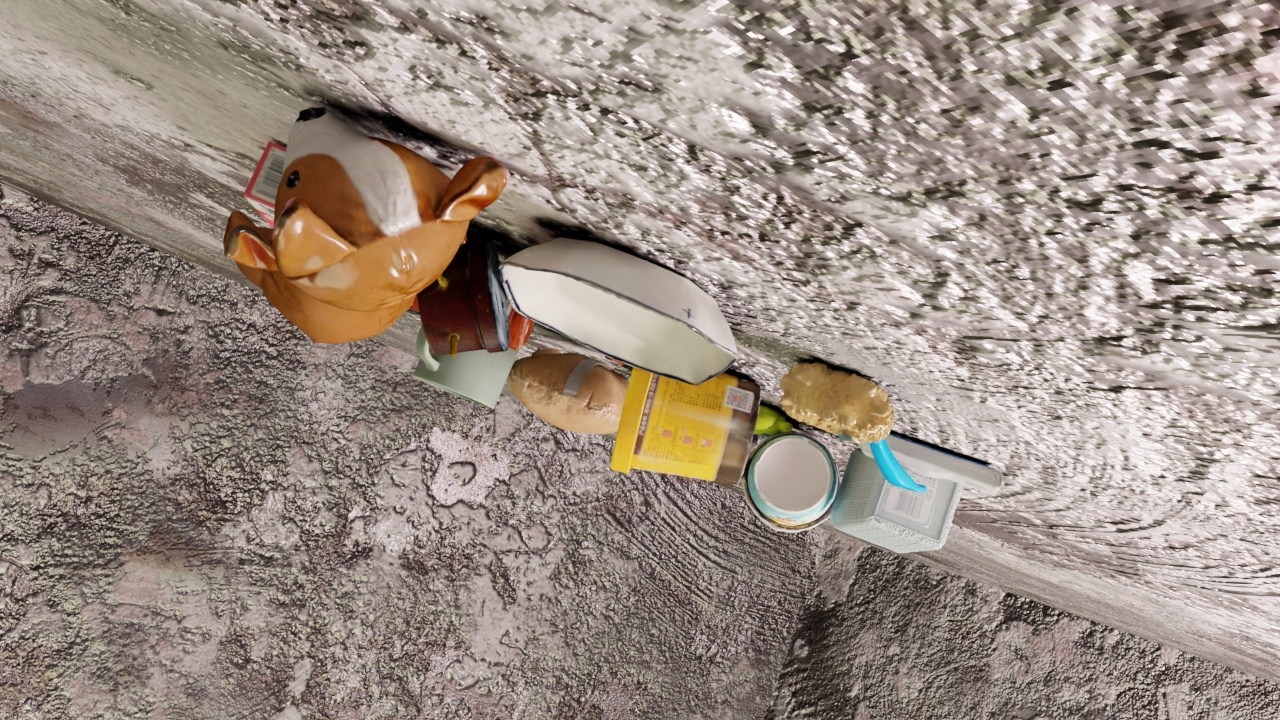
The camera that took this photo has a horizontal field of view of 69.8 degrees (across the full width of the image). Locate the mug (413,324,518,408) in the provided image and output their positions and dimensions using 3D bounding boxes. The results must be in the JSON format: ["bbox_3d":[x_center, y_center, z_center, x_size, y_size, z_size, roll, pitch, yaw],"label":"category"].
[{"bbox_3d":[-0.165,-0.022,0.868,0.082,0.106,0.111,18,172,31],"label":"mug"}]

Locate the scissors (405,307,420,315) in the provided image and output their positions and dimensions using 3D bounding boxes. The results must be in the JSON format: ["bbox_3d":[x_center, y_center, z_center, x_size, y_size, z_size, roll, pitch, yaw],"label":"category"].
[{"bbox_3d":[-0.197,-0.049,0.955,0.204,0.015,0.199,11,169,-15],"label":"scissors"}]

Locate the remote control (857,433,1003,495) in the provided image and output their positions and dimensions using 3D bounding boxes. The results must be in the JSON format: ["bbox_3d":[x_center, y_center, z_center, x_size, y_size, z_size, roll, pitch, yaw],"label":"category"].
[{"bbox_3d":[0.250,0.088,0.802,0.125,0.024,0.049,18,172,20],"label":"remote control"}]

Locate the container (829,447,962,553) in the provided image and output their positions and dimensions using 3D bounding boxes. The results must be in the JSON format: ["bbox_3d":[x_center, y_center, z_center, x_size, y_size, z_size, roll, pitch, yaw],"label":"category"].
[{"bbox_3d":[0.249,0.132,0.885,0.090,0.089,0.111,21,169,2],"label":"container"}]

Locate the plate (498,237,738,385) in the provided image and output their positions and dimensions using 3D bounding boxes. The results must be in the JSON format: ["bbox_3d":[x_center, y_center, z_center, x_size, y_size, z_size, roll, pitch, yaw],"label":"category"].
[{"bbox_3d":[-0.015,-0.034,0.646,0.162,0.034,0.266,22,173,-1],"label":"plate"}]

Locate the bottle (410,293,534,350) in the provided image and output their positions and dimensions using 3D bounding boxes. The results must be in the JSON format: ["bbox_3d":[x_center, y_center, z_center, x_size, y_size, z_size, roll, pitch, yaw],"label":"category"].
[{"bbox_3d":[-0.185,-0.071,0.768,0.206,0.059,0.060,22,172,-2],"label":"bottle"}]

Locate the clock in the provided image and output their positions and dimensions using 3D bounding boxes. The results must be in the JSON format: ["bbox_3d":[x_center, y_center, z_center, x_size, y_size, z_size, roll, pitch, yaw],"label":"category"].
[{"bbox_3d":[-0.127,-0.047,0.667,0.055,0.082,0.122,-9,-164,-3],"label":"clock"}]

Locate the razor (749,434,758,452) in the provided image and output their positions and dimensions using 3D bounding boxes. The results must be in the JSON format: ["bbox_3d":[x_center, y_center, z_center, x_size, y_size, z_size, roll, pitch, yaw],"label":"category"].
[{"bbox_3d":[0.057,0.073,1.076,0.168,0.067,0.062,18,171,39],"label":"razor"}]

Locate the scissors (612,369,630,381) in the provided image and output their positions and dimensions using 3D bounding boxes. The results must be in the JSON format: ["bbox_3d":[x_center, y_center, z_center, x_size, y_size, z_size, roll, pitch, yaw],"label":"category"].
[{"bbox_3d":[-0.014,0.025,1.134,0.133,0.017,0.135,18,169,2],"label":"scissors"}]

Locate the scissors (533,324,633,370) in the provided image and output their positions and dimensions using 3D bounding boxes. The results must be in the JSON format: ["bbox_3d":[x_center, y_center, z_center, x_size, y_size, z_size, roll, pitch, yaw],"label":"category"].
[{"bbox_3d":[-0.005,0.008,0.953,0.221,0.021,0.227,17,172,26],"label":"scissors"}]

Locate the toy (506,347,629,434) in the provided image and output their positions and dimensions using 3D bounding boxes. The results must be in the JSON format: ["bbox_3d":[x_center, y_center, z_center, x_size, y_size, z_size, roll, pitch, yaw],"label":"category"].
[{"bbox_3d":[-0.074,0.026,0.994,0.143,0.082,0.226,26,-179,-8],"label":"toy"}]

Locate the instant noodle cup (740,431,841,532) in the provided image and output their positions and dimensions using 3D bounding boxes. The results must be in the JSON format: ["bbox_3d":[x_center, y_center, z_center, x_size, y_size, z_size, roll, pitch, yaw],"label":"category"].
[{"bbox_3d":[0.157,0.124,0.958,0.111,0.111,0.120,20,174,13],"label":"instant noodle cup"}]

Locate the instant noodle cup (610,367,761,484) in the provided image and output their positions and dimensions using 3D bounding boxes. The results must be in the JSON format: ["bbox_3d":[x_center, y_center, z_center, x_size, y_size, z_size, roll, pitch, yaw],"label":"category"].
[{"bbox_3d":[0.042,0.053,0.821,0.114,0.118,0.118,13,172,3],"label":"instant noodle cup"}]

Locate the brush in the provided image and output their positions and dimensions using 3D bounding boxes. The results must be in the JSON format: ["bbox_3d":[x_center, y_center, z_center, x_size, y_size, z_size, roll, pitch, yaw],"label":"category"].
[{"bbox_3d":[0.181,0.065,0.715,0.083,0.045,0.254,12,162,35],"label":"brush"}]

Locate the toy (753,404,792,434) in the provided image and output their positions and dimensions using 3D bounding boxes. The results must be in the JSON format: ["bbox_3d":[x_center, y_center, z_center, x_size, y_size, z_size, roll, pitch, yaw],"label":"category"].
[{"bbox_3d":[0.113,0.060,0.959,0.100,0.031,0.096,5,166,47],"label":"toy"}]

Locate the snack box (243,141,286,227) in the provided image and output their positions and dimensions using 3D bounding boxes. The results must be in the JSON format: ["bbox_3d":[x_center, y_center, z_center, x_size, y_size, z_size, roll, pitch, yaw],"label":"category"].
[{"bbox_3d":[-0.213,-0.102,0.677,0.127,0.044,0.113,23,172,-10],"label":"snack box"}]

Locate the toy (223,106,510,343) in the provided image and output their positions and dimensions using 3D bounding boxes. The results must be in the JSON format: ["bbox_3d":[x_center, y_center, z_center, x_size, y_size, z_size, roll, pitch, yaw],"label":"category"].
[{"bbox_3d":[-0.161,-0.077,0.521,0.200,0.140,0.130,2,118,64],"label":"toy"}]

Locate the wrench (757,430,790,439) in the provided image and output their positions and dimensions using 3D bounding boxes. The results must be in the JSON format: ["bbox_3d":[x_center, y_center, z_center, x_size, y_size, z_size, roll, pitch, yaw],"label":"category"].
[{"bbox_3d":[0.095,0.074,1.120,0.274,0.016,0.056,13,167,31],"label":"wrench"}]
